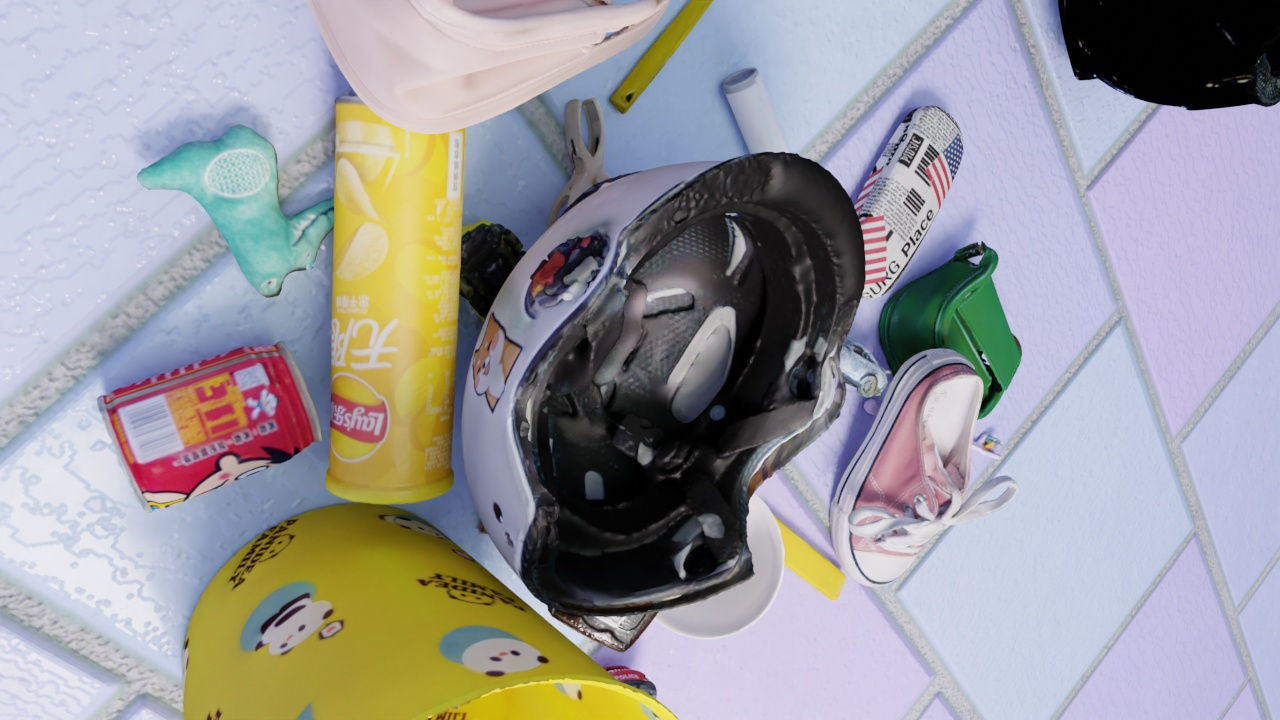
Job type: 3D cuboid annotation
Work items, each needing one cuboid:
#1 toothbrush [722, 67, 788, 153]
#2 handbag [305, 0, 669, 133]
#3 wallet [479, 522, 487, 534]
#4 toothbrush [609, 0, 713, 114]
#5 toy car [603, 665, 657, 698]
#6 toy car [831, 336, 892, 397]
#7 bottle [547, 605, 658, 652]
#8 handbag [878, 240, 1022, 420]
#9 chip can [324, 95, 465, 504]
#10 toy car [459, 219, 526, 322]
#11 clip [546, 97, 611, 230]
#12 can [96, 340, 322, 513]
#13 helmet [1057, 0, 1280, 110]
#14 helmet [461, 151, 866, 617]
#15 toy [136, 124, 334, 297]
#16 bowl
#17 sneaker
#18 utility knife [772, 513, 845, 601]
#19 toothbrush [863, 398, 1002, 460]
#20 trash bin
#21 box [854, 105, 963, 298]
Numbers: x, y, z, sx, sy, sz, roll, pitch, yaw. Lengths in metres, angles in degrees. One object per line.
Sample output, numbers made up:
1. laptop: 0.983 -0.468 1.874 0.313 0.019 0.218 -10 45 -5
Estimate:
1. toothbrush: 0.114 -0.110 0.680 0.221 0.027 0.026 61 32 -30
2. handbag: -0.066 -0.232 0.473 0.233 0.094 0.193 -24 89 -40
3. wallet: -0.050 0.076 0.641 0.101 0.020 0.115 15 99 -33
4. toothbrush: 0.044 -0.237 0.602 0.015 0.017 0.190 43 81 -33
5. toy car: -0.028 0.289 0.703 0.053 0.045 0.120 14 103 -32
6. toy car: 0.146 -0.007 0.716 0.120 0.054 0.037 25 93 -34
7. bottle: 0.010 0.104 0.640 0.080 0.044 0.195 31 92 -10
8. handbag: 0.273 -0.021 0.789 0.120 0.068 0.131 -43 122 -22
9. chip can: -0.134 -0.032 0.505 0.072 0.072 0.213 -2 102 -32
10. toy car: -0.085 -0.043 0.574 0.048 0.032 0.105 -46 135 -13
11. clip: -0.023 -0.109 0.592 0.095 0.035 0.102 17 88 -30
12. can: -0.225 0.033 0.487 0.093 0.066 0.066 -23 116 -25
13. helmet: 0.436 -0.326 0.695 0.232 0.231 0.275 -24 106 -34
14. helmet: -0.003 0.003 0.537 0.229 0.157 0.274 20 95 -45
15. toy: -0.202 -0.081 0.491 0.096 0.030 0.092 -35 125 -27
16. bowl: 0.052 0.143 0.689 0.118 0.118 0.064 -65 164 1
17. sneaker: 0.224 0.109 0.747 0.118 0.087 0.242 1 124 -15
18. utility knife: 0.132 0.168 0.785 0.033 0.015 0.156 -50 125 -2
19. toothbrush: 0.268 0.062 0.835 0.189 0.029 0.021 17 132 -34
20. trash bin: -0.128 0.208 0.487 0.229 0.255 0.230 -10 109 -30
21. box: 0.201 -0.124 0.726 0.069 0.052 0.164 39 81 -47
